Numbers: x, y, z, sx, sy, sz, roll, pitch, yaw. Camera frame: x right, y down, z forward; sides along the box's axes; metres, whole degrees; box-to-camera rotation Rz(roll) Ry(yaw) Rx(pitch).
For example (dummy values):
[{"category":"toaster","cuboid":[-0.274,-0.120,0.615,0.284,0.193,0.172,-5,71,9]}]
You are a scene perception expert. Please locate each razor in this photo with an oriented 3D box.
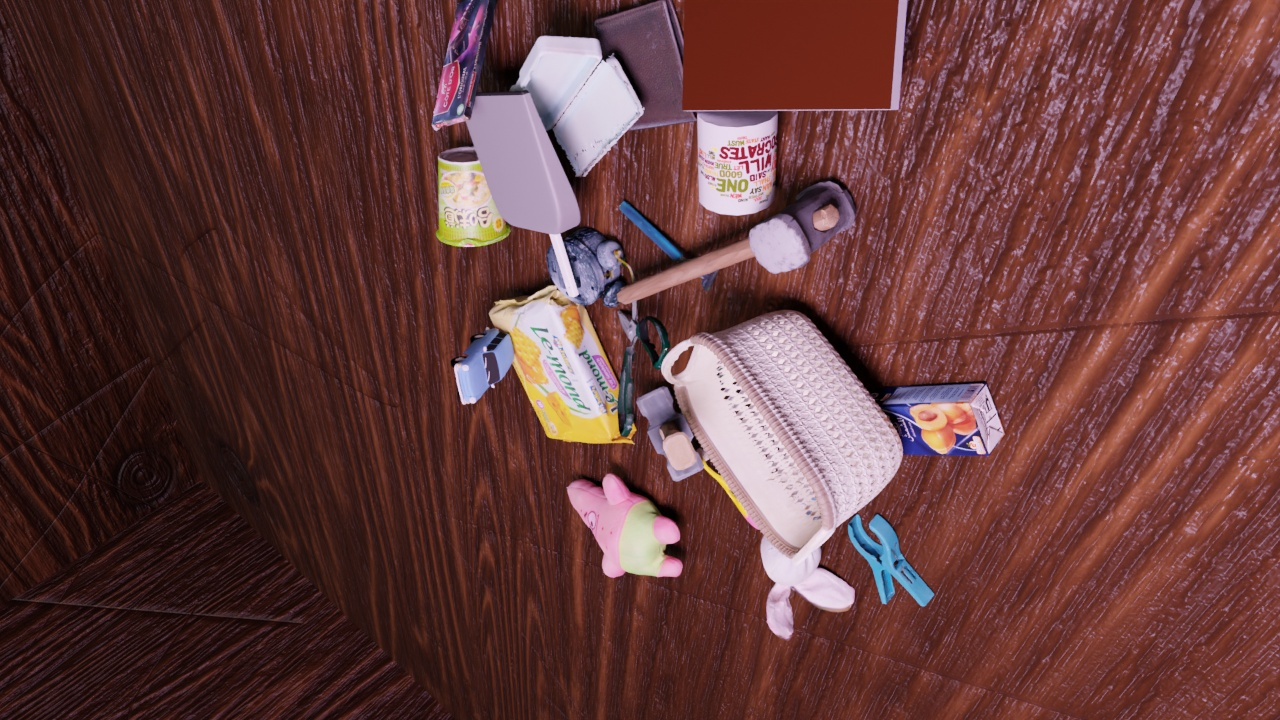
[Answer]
[{"category":"razor","cuboid":[0.028,-0.134,1.044,0.144,0.022,0.042,41,142,15]}]

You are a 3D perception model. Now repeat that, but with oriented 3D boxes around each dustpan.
[{"category":"dustpan","cuboid":[-0.123,-0.186,1.059,0.163,0.033,0.258,21,134,52]}]

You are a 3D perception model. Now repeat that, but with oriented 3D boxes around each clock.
[{"category":"clock","cuboid":[-0.060,-0.113,1.132,0.129,0.052,0.090,24,136,34]}]

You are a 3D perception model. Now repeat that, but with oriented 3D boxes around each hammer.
[{"category":"hammer","cuboid":[0.038,0.091,1.052,0.323,0.051,0.117,95,150,-89]},{"category":"hammer","cuboid":[0.078,-0.104,0.956,0.329,0.097,0.052,-15,109,54]}]

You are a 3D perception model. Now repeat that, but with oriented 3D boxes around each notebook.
[{"category":"notebook","cuboid":[0.121,-0.295,0.758,0.209,0.022,0.172,13,109,41]}]

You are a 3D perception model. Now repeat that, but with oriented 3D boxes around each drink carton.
[{"category":"drink carton","cuboid":[0.286,0.060,0.913,0.130,0.040,0.064,-6,114,50]}]

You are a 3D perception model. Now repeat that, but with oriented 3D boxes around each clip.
[{"category":"clip","cuboid":[0.279,0.236,1.087,0.113,0.028,0.127,-4,118,47]}]

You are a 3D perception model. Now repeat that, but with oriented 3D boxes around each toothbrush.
[{"category":"toothbrush","cuboid":[0.117,0.170,1.215,0.135,0.016,0.021,49,142,-1]}]

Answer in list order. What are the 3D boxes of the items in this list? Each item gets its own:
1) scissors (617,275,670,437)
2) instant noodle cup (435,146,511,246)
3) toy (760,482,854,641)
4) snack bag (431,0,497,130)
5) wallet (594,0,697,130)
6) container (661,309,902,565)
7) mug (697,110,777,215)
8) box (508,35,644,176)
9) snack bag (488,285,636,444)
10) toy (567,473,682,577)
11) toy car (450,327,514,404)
[{"category":"scissors","cuboid":[-0.007,0.007,1.104,0.201,0.015,0.204,-124,39,-64]},{"category":"instant noodle cup","cuboid":[-0.222,-0.216,1.194,0.099,0.098,0.108,22,126,34]},{"category":"toy","cuboid":[0.183,0.225,1.127,0.106,0.130,0.206,30,135,52]},{"category":"snack bag","cuboid":[-0.198,-0.340,1.038,0.075,0.018,0.155,5,83,49]},{"category":"wallet","cuboid":[0.007,-0.294,0.924,0.100,0.031,0.120,5,121,43]},{"category":"container","cuboid":[0.146,0.068,0.942,0.246,0.142,0.185,56,160,19]},{"category":"mug","cuboid":[0.087,-0.204,0.887,0.105,0.073,0.090,-123,23,-49]},{"category":"box","cuboid":[-0.080,-0.268,0.984,0.125,0.075,0.198,48,159,-8]},{"category":"snack bag","cuboid":[-0.105,0.011,1.274,0.160,0.068,0.247,-3,116,48]},{"category":"toy","cuboid":[-0.034,0.242,1.378,0.237,0.096,0.192,28,130,41]},{"category":"toy car","cuboid":[-0.207,0.004,1.217,0.055,0.153,0.056,-5,111,10]}]
